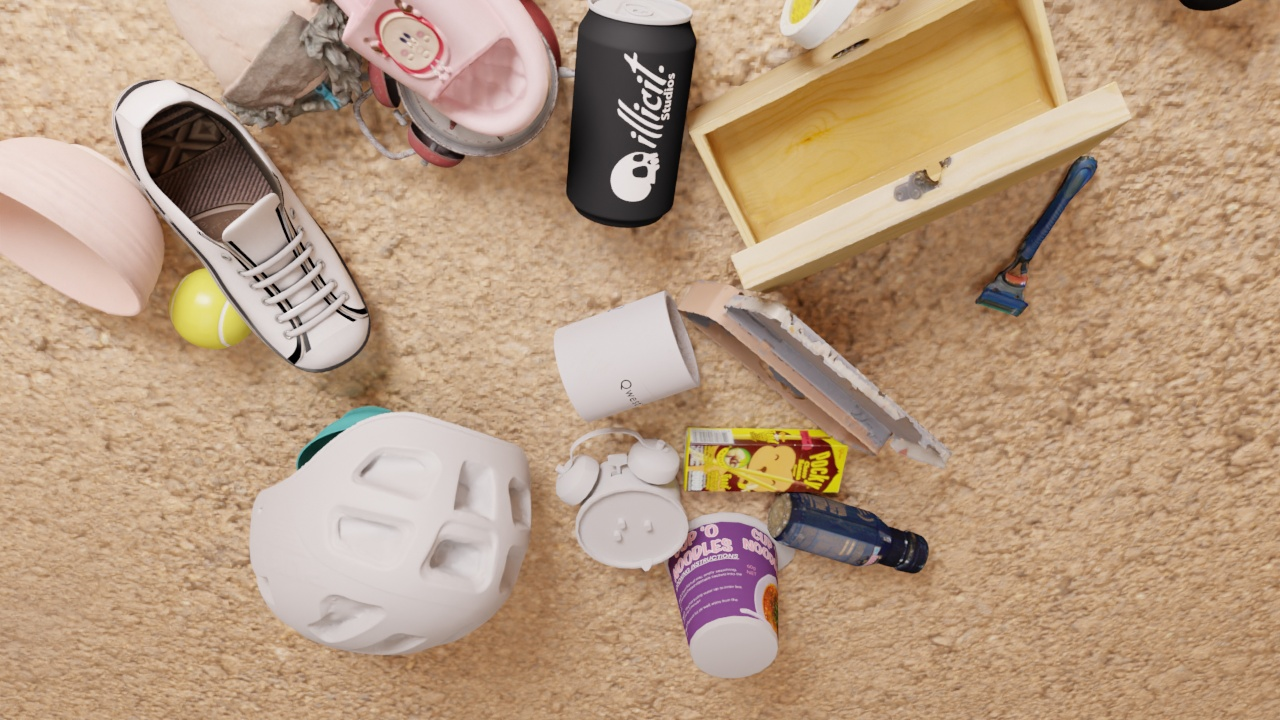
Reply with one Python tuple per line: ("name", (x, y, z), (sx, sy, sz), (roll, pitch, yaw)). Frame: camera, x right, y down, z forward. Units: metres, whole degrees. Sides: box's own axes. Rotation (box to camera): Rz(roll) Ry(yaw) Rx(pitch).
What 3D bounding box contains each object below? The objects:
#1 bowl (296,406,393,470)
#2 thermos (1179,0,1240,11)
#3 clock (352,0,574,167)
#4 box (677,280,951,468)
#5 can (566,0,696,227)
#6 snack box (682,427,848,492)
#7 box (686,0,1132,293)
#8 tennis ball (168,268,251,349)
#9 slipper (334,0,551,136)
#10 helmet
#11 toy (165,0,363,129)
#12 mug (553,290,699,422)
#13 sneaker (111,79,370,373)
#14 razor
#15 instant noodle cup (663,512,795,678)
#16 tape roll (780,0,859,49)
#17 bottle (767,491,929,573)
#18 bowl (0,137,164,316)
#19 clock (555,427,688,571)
("bowl", (-0.242, 0.075, 0.820), (0.121, 0.046, 0.121), (-7, 142, -6))
("thermos", (0.304, -0.306, 0.553), (0.218, 0.105, 0.106), (29, 119, -25))
("clock", (-0.129, -0.191, 0.640), (0.157, 0.061, 0.110), (-25, 122, 15))
("box", (0.140, 0.014, 0.740), (0.216, 0.151, 0.043), (38, 87, -23))
("can", (-0.008, -0.173, 0.643), (0.080, 0.080, 0.146), (5, 124, -5))
("snack box", (0.116, 0.094, 0.863), (0.149, 0.025, 0.061), (1, 125, -2))
("box", (0.178, -0.143, 0.644), (0.249, 0.184, 0.142), (-24, 143, 16))
("tennis ball", (-0.341, -0.042, 0.735), (0.065, 0.065, 0.065), (-1, 124, -1))
("slipper", (-0.149, -0.217, 0.542), (0.221, 0.055, 0.107), (42, 142, -17))
("helmet", (-0.229, 0.167, 0.823), (0.283, 0.183, 0.224), (-16, 143, 40))
("toy", (-0.262, -0.231, 0.603), (0.133, 0.076, 0.176), (-26, 124, 33))
("mug", (-0.005, 0.004, 0.775), (0.096, 0.083, 0.119), (-19, 152, 11))
("sneaker", (-0.276, -0.092, 0.665), (0.091, 0.097, 0.245), (-37, 120, -20))
("razor", (0.323, -0.101, 0.740), (0.044, 0.018, 0.141), (17, 119, -12))
("instant noodle cup", (0.093, 0.236, 0.902), (0.137, 0.121, 0.122), (-4, 124, 1))
("tape roll", (0.124, -0.247, 0.587), (0.019, 0.093, 0.094), (25, 120, -17))
("bottle", (0.205, 0.171, 0.900), (0.160, 0.056, 0.056), (18, 122, -13))
("bowl", (-0.412, -0.107, 0.669), (0.153, 0.076, 0.153), (20, 152, 11))
("clock", (-0.015, 0.129, 0.863), (0.120, 0.061, 0.159), (-14, 125, 8))
